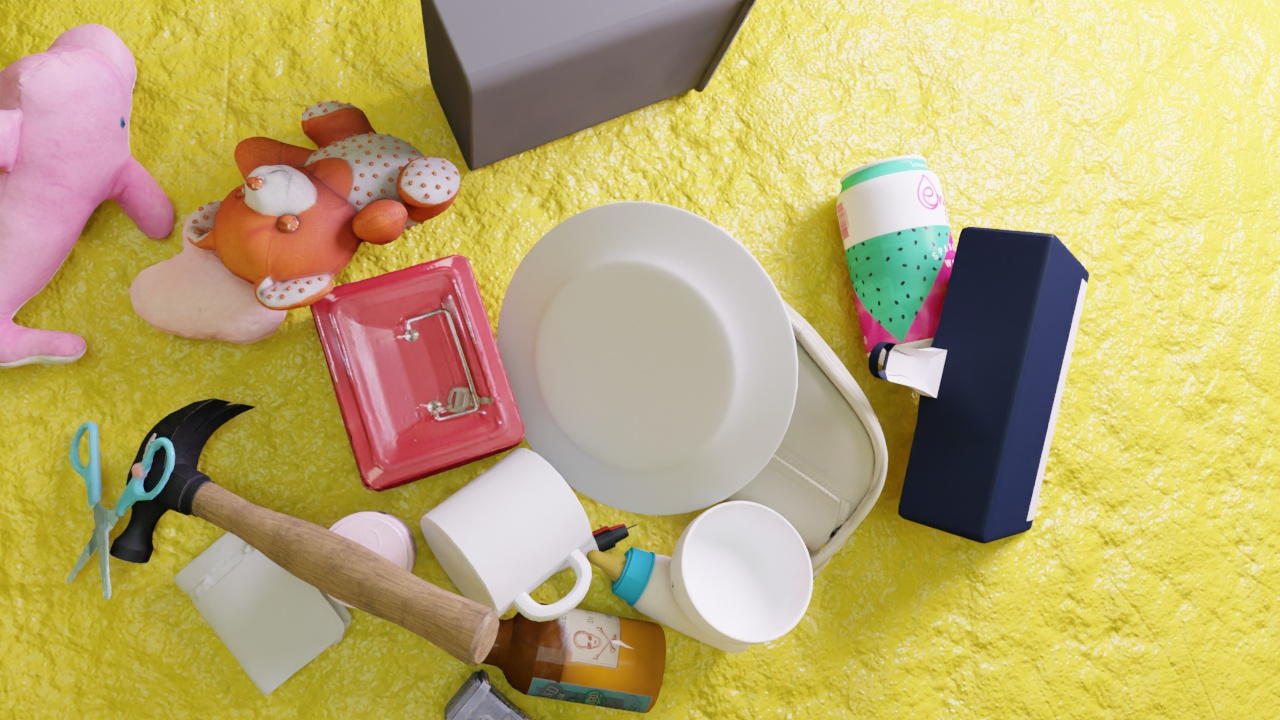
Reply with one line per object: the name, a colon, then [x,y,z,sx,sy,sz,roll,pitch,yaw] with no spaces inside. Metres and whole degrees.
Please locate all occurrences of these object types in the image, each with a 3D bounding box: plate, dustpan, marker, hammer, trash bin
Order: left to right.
hammer: [-0.227,0.121,0.619,0.306,0.040,0.132,18,86,22]
hammer: [-0.072,0.264,0.557,0.098,0.322,0.044,42,76,-3]
marker: [-0.069,0.159,0.728,0.145,0.019,0.019,-21,87,-13]
trash bin: [-0.045,-0.248,0.702,0.219,0.192,0.097,-23,87,-12]
plate: [-0.004,0.004,0.688,0.243,0.016,0.243,5,105,20]
dustpan: [0.266,0.017,0.727,0.080,0.272,0.236,13,92,34]

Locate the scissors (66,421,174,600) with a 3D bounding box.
scissors: [-0.387,0.096,0.659,0.126,0.015,0.136,39,94,24]

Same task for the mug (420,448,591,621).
mug: [-0.089,0.137,0.674,0.090,0.091,0.121,-36,66,-27]

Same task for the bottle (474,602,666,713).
bottle: [-0.064,0.221,0.696,0.157,0.068,0.067,12,80,-9]

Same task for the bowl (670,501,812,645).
bowl: [0.071,0.161,0.690,0.104,0.054,0.104,7,68,-17]

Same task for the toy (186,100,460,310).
toy: [-0.236,-0.119,0.677,0.164,0.093,0.172,34,58,21]

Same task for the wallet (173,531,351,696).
wallet: [-0.279,0.178,0.681,0.086,0.032,0.116,-35,92,-3]

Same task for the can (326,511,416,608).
can: [-0.200,0.144,0.675,0.067,0.076,0.067,2,82,-11]

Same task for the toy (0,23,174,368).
toy: [-0.439,-0.126,0.641,0.186,0.128,0.265,21,84,-11]

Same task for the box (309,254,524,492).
box: [-0.166,0.010,0.695,0.129,0.087,0.158,-17,85,-12]

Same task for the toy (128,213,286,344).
toy: [-0.320,-0.063,0.695,0.108,0.053,0.105,11,69,-9]

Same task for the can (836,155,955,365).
can: [0.223,-0.083,0.782,0.088,0.088,0.166,-9,84,-12]

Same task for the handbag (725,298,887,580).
handbag: [0.095,0.045,0.755,0.229,0.131,0.184,34,102,-2]

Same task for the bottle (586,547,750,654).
bottle: [0.024,0.183,0.727,0.146,0.051,0.051,26,78,-7]
